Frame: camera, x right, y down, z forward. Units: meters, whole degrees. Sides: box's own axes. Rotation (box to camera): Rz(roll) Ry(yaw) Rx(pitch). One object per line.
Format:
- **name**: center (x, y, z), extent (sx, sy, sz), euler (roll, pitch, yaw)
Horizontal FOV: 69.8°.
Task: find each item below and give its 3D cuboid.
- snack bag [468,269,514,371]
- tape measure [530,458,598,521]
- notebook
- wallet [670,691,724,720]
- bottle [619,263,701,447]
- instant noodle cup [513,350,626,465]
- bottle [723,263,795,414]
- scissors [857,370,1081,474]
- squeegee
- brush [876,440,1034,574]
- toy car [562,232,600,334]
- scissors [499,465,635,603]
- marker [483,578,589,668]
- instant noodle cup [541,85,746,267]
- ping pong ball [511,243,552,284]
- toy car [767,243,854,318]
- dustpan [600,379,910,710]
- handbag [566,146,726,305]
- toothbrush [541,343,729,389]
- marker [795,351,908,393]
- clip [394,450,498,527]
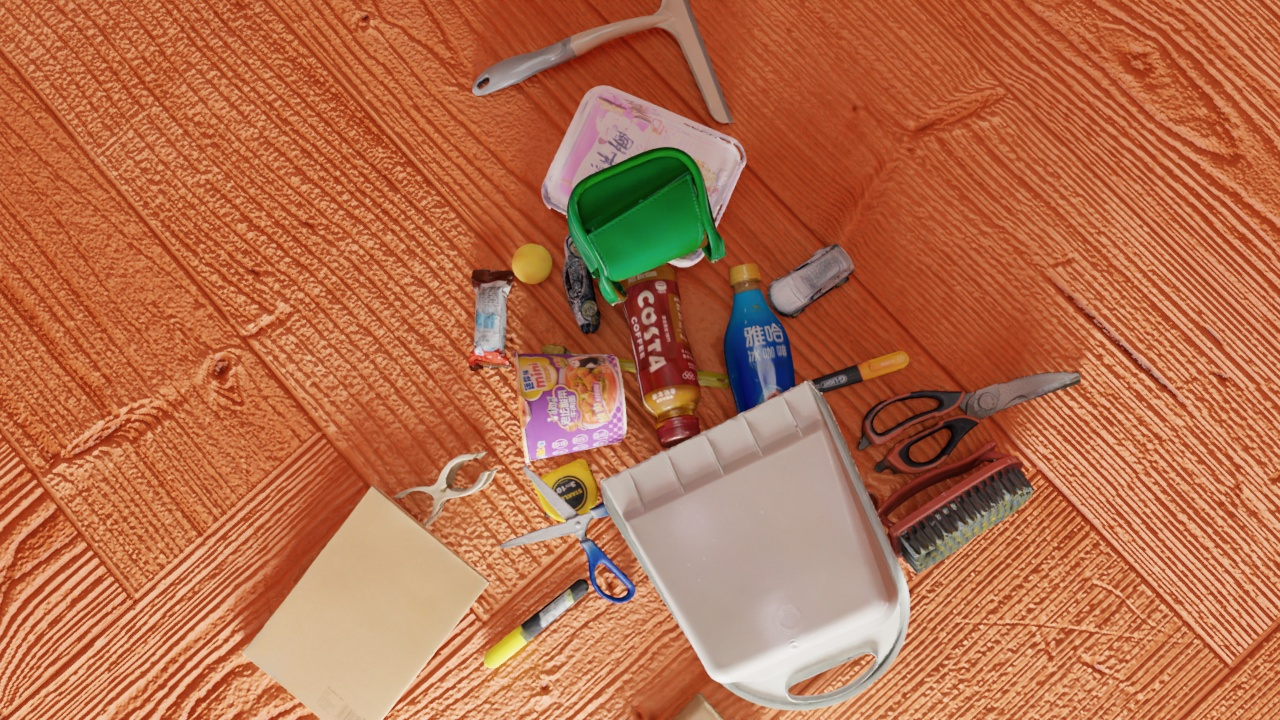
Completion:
- **snack bag**: center (-0.150, -0.041, 0.919), extent (0.045, 0.026, 0.105), euler (-1, 82, 12)
- **tape measure**: center (-0.070, 0.129, 0.894), extent (0.060, 0.029, 0.057), euler (-25, 82, -1)
- **notebook**: center (-0.266, 0.249, 0.888), extent (0.149, 0.012, 0.211), euler (38, 93, 6)
- **wallet**: center (0.043, 0.381, 0.858), extent (0.115, 0.033, 0.090), euler (-43, 86, -4)
- **bottle**: center (0.021, -0.005, 0.876), extent (0.057, 0.057, 0.174), euler (-12, 72, 1)
- **instant noodle cup**: center (-0.066, 0.041, 0.870), extent (0.099, 0.112, 0.111), euler (-4, 83, -7)
- **bottle**: center (0.116, 0.016, 0.881), extent (0.065, 0.065, 0.218), euler (-8, 82, 2)
- **scissors**: center (0.327, 0.060, 0.890), extent (0.210, 0.015, 0.176), euler (17, 83, 5)
- **squeegee**: center (-0.060, -0.323, 0.942), extent (0.246, 0.039, 0.246), euler (-18, 82, 1)
- **brush**: center (0.295, 0.131, 0.863), extent (0.146, 0.063, 0.069), euler (-32, 53, -2)
- **toy car**: center (-0.061, -0.078, 0.908), extent (0.031, 0.049, 0.105), euler (-9, 82, -1)
- **scissors**: center (-0.047, 0.157, 0.871), extent (0.162, 0.012, 0.176), euler (-35, 104, -18)
- **marker**: center (-0.100, 0.254, 0.889), extent (0.124, 0.015, 0.018), euler (-38, 84, -5)
- **instant noodle cup**: center (0.004, -0.177, 0.911), extent (0.173, 0.060, 0.138), euler (24, 85, 7)
- **ping pong ball**: center (-0.108, -0.097, 0.917), extent (0.040, 0.040, 0.040), euler (0, 83, 3)
- **toy car**: center (0.168, -0.079, 0.905), extent (0.090, 0.034, 0.043), euler (-34, 86, 0)
- **dustpan**: center (0.123, 0.192, 0.846), extent (0.223, 0.142, 0.257), euler (-27, 69, 9)
- **handbag**: center (0.002, -0.126, 0.847), extent (0.131, 0.068, 0.120), euler (-22, 90, -1)
- **toothbrush**: center (-0.005, 0.005, 0.911), extent (0.190, 0.016, 0.015), euler (10, 83, 4)
- **marker**: center (0.203, 0.016, 0.901), extent (0.124, 0.015, 0.018), euler (-18, 78, 2)
- **clip**: center (-0.190, 0.124, 0.901), extent (0.101, 0.034, 0.076), euler (-35, 84, 7)
